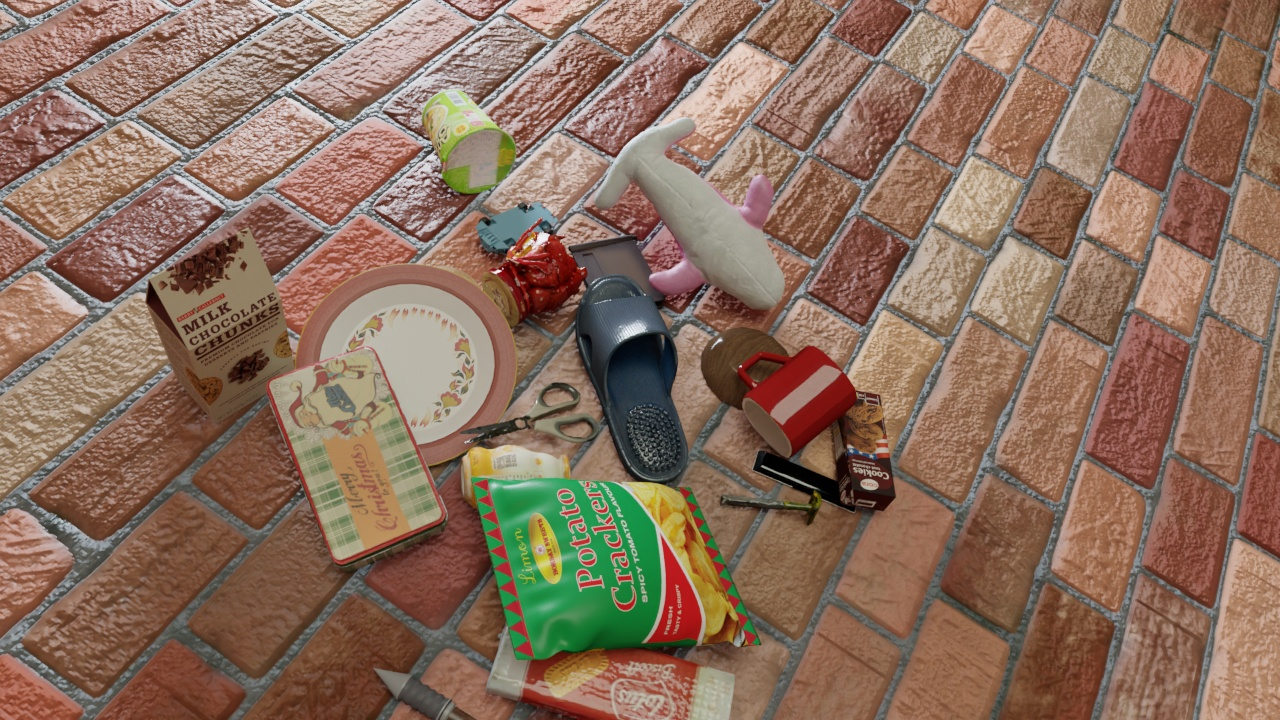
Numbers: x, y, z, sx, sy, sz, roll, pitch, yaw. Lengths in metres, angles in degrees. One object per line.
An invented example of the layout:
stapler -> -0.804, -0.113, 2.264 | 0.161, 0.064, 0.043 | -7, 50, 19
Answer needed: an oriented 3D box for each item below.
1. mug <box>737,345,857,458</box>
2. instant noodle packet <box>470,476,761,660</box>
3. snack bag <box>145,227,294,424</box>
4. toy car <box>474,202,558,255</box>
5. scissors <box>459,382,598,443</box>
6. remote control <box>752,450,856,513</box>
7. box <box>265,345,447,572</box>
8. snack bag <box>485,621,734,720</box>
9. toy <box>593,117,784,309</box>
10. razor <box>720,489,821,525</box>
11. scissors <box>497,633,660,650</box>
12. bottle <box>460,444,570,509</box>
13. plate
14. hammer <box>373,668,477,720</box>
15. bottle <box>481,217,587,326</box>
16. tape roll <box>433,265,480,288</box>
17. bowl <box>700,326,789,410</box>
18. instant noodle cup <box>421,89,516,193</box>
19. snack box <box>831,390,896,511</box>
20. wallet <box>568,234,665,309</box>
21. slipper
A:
mug -> 0.167, 0.035, 1.031 | 0.096, 0.080, 0.116 | -37, 72, -13
instant noodle packet -> -0.023, 0.190, 0.872 | 0.252, 0.091, 0.195 | 7, 39, -30
snack bag -> -0.402, -0.038, 0.879 | 0.070, 0.207, 0.094 | 43, 58, 15
toy car -> -0.153, -0.158, 1.129 | 0.060, 0.028, 0.107 | 44, 49, 16
scissors -> -0.122, 0.058, 0.978 | 0.169, 0.013, 0.132 | 15, 44, -22
remote control -> 0.187, 0.134, 1.030 | 0.124, 0.012, 0.028 | 23, 55, 1
box -> -0.278, 0.093, 0.900 | 0.117, 0.050, 0.205 | -22, 73, -16
snack bag -> -0.025, 0.298, 0.844 | 0.225, 0.041, 0.077 | 17, 56, -2
toy -> 0.073, -0.166, 1.132 | 0.187, 0.127, 0.265 | -43, 100, 6
razor -> 0.140, 0.156, 0.996 | 0.106, 0.043, 0.026 | 5, 58, 1
scissors -> -0.053, 0.259, 0.892 | 0.171, 0.021, 0.172 | 2, 62, -16
bottle -> -0.127, 0.117, 0.933 | 0.108, 0.063, 0.063 | -2, 58, -16
plate -> -0.248, 0.005, 0.981 | 0.229, 0.021, 0.229 | 3, 71, -9
hammer -> -0.097, 0.354, 0.804 | 0.322, 0.043, 0.155 | 28, 55, 8
bottle -> -0.119, -0.100, 1.053 | 0.111, 0.099, 0.099 | -33, 70, -29
tape roll -> -0.228, -0.063, 1.048 | 0.094, 0.027, 0.093 | 6, 56, -10
bowl -> 0.131, 0.004, 1.090 | 0.118, 0.030, 0.117 | 6, 56, -10
instant noodle cup -> -0.223, -0.282, 1.157 | 0.098, 0.099, 0.108 | -19, 56, -24
snack box -> 0.252, 0.099, 1.047 | 0.051, 0.032, 0.140 | 11, 50, -9
wallet -> -0.027, -0.107, 1.133 | 0.091, 0.018, 0.115 | -13, 60, -21
slipper -> -0.006, 0.006, 1.016 | 0.101, 0.083, 0.263 | -7, 64, -17
